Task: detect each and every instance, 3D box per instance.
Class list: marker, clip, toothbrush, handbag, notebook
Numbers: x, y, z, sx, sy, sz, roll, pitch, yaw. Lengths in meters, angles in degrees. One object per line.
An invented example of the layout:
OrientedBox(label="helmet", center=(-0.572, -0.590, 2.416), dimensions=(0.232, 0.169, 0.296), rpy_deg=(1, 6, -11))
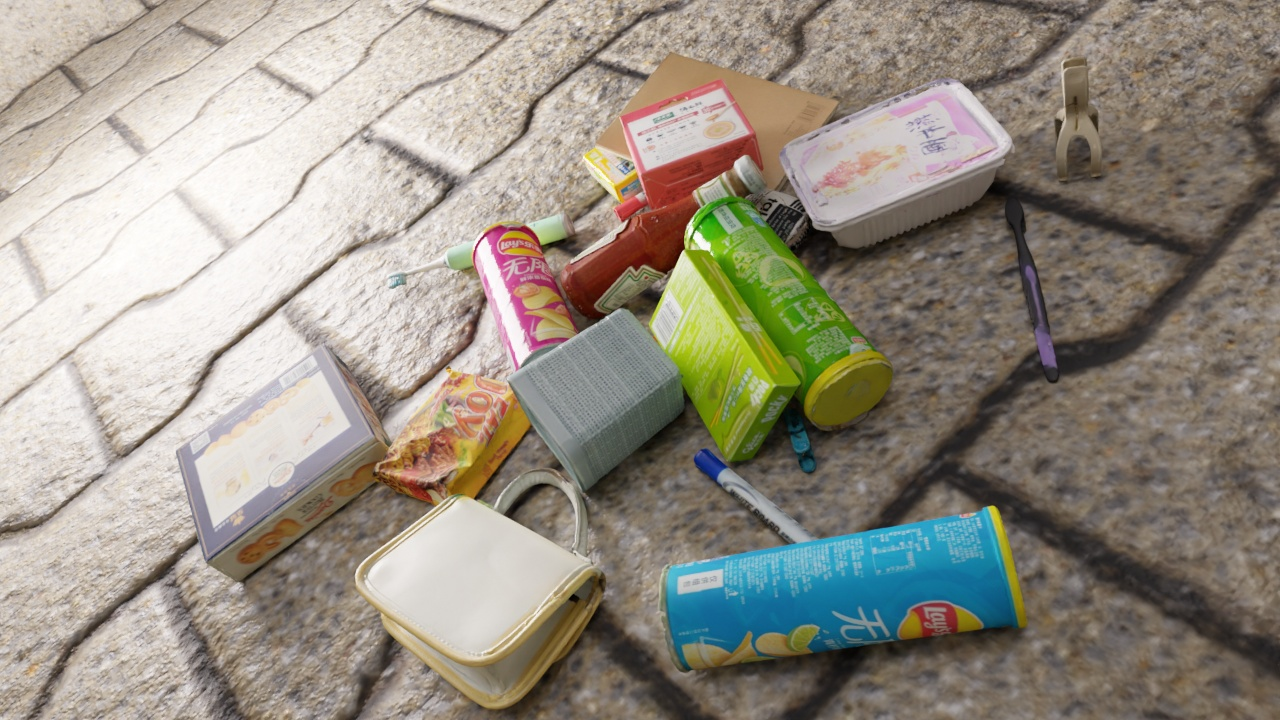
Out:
OrientedBox(label="marker", center=(0.089, 0.106, 0.658), dimensions=(0.017, 0.017, 0.146), rpy_deg=(-41, 45, -12))
OrientedBox(label="clip", center=(0.119, 0.057, 0.687), dimensions=(0.015, 0.049, 0.056), rpy_deg=(-20, 39, 11))
OrientedBox(label="clip", center=(0.354, -0.186, 0.743), dimensions=(0.035, 0.102, 0.094), rpy_deg=(-1, 75, 24))
OrientedBox(label="toothbrush", center=(0.301, -0.058, 0.706), dimensions=(0.014, 0.017, 0.188), rpy_deg=(-18, 47, 28))
OrientedBox(label="toothbrush", center=(-0.177, -0.117, 0.991), dimensions=(0.225, 0.026, 0.027), rpy_deg=(-14, 68, 15))
OrientedBox(label="handbag", center=(-0.100, 0.156, 0.690), dimensions=(0.163, 0.063, 0.178), rpy_deg=(19, 46, 38))
OrientedBox(label="notebook", center=(0.077, -0.243, 0.947), dimensions=(0.211, 0.012, 0.149), rpy_deg=(26, 70, 27))
OrientedBox(label="marker", center=(0.037, -0.189, 0.955), dimensions=(0.145, 0.017, 0.017), rpy_deg=(-32, 44, -3))

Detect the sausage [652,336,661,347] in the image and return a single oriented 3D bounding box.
OrientedBox(label="sausage", center=(-0.005, 0.005, 0.796), dimensions=(0.165, 0.021, 0.021), rpy_deg=(-38, 44, -9))

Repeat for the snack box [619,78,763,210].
OrientedBox(label="snack box", center=(0.047, -0.211, 0.892), dimensions=(0.113, 0.044, 0.127), rpy_deg=(-19, 40, 4))

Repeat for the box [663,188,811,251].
OrientedBox(label="box", center=(0.081, -0.139, 0.858), dimensions=(0.164, 0.059, 0.071), rpy_deg=(17, 81, 35))

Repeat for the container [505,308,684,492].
OrientedBox(label="container", center=(-0.031, 0.028, 0.728), dimensions=(0.111, 0.090, 0.090), rpy_deg=(-36, 66, -11))

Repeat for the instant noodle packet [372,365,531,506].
OrientedBox(label="instant noodle packet", center=(-0.161, 0.066, 0.806), dimensions=(0.111, 0.044, 0.128), rpy_deg=(15, 58, 31))

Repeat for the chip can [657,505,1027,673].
OrientedBox(label="chip can", center=(0.121, 0.144, 0.569), dimensions=(0.210, 0.071, 0.071), rpy_deg=(-14, 46, 16))

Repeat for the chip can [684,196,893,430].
OrientedBox(label="chip can", center=(0.109, -0.046, 0.729), dimensions=(0.072, 0.072, 0.221), rpy_deg=(-30, 51, -1))

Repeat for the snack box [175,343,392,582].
OrientedBox(label="snack box", center=(-0.339, 0.090, 0.872), dimensions=(0.177, 0.046, 0.182), rpy_deg=(-37, 44, -8))

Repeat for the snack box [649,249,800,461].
OrientedBox(label="snack box", center=(0.060, -0.007, 0.716), dimensions=(0.026, 0.086, 0.156), rpy_deg=(-2, 45, -30))

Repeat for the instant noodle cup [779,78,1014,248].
OrientedBox(label="instant noodle cup", center=(0.222, -0.166, 0.808), dimensions=(0.173, 0.060, 0.137), rpy_deg=(-21, 44, 7))

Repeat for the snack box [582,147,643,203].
OrientedBox(label="snack box", center=(0.016, -0.232, 0.994), dimensions=(0.140, 0.034, 0.087), rpy_deg=(-33, 44, -7))

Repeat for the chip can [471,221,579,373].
OrientedBox(label="chip can", center=(-0.103, -0.048, 0.855), dimensions=(0.071, 0.071, 0.210), rpy_deg=(-28, 43, 1))

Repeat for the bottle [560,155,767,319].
OrientedBox(label="bottle", center=(0.021, -0.113, 0.829), dimensions=(0.206, 0.060, 0.059), rpy_deg=(-33, 42, 18))
